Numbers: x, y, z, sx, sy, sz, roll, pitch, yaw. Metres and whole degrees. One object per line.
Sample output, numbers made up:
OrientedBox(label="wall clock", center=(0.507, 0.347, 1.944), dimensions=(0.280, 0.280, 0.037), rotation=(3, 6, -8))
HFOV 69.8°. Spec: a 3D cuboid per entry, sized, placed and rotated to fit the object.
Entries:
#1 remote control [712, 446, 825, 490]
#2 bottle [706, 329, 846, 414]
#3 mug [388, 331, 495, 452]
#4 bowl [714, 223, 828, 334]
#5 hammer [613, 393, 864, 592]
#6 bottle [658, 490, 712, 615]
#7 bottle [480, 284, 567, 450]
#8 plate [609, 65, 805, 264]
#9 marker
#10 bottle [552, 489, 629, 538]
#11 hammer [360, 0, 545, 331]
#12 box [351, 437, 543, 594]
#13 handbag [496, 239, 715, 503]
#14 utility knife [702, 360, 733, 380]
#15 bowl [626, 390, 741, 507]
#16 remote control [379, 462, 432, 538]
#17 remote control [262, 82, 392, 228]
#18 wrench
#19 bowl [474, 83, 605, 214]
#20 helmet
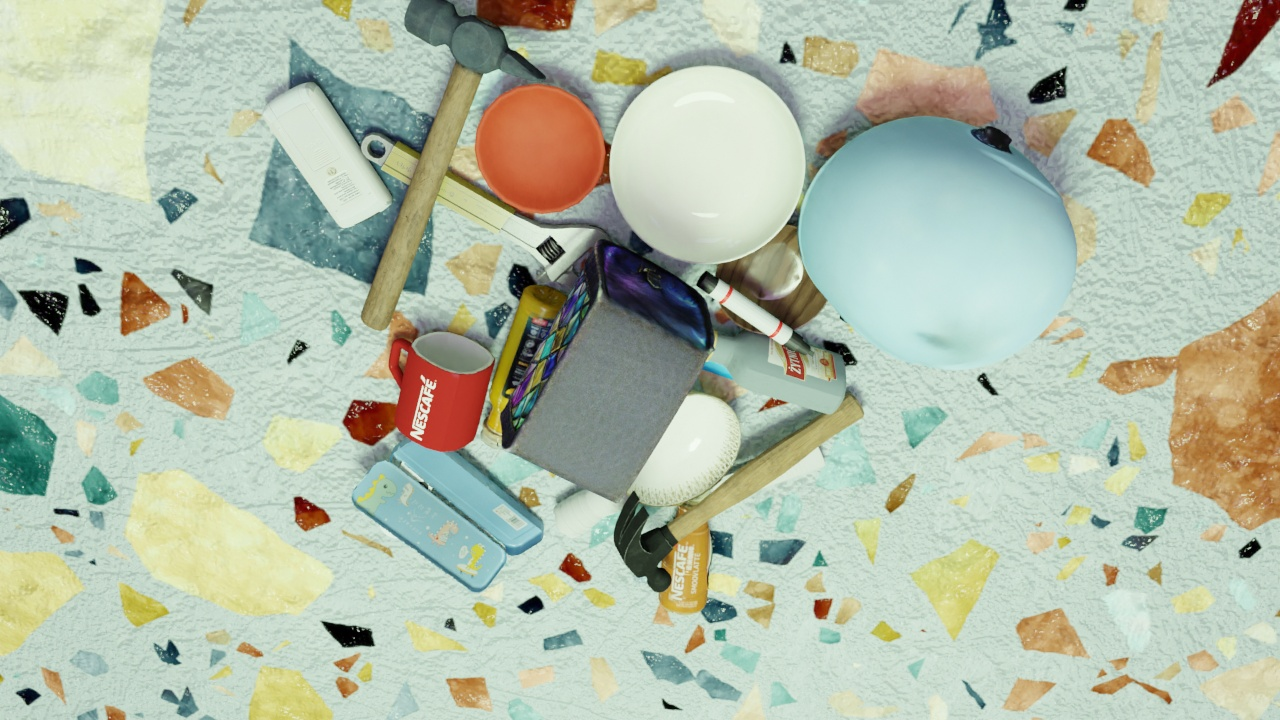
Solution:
OrientedBox(label="remote control", center=(0.145, 0.128, 1.052), dimensions=(0.131, 0.012, 0.033), rotation=(-22, 113, 12))
OrientedBox(label="bottle", center=(0.131, 0.003, 0.954), dimensions=(0.161, 0.072, 0.046), rotation=(17, 133, -8))
OrientedBox(label="mug", center=(-0.220, 0.025, 0.973), dimensions=(0.116, 0.080, 0.097), rotation=(28, 118, 19))
OrientedBox(label="bowl", center=(0.134, -0.086, 0.930), dimensions=(0.119, 0.032, 0.119), rotation=(0, 117, 1))
OrientedBox(label="hammer", center=(0.110, 0.131, 0.997), dimensions=(0.305, 0.040, 0.132), rotation=(-35, 133, -1))
OrientedBox(label="bottle", center=(0.056, 0.214, 1.075), dimensions=(0.059, 0.059, 0.167), rotation=(4, 109, -2))
OrientedBox(label="bottle", center=(-0.126, 0.012, 0.974), dimensions=(0.053, 0.053, 0.186), rotation=(19, 116, -9))
OrientedBox(label="plate", center=(0.063, -0.184, 0.869), dimensions=(0.182, 0.034, 0.182), rotation=(2, 109, 6))
OrientedBox(label="marker", center=(0.119, -0.043, 0.923), dimensions=(0.145, 0.019, 0.019), rotation=(33, 113, -15))
OrientedBox(label="bottle", center=(-0.038, 0.155, 1.052), dimensions=(0.136, 0.044, 0.044), rotation=(-33, 112, 17))
OrientedBox(label="hammer", center=(-0.201, -0.164, 0.862), dimensions=(0.129, 0.040, 0.322), rotation=(30, 115, 3))
OrientedBox(label="box", center=(-0.220, 0.174, 1.060), dimensions=(0.126, 0.039, 0.209), rotation=(-42, 116, 7))
OrientedBox(label="handbag", center=(-0.036, 0.007, 0.876), dimensions=(0.125, 0.222, 0.205), rotation=(28, 103, -13))
OrientedBox(label="utility knife", center=(0.109, 0.013, 0.992), dimensions=(0.198, 0.015, 0.031), rotation=(21, 120, -5))
OrientedBox(label="bowl", center=(0.032, 0.082, 0.991), dimensions=(0.145, 0.063, 0.145), rotation=(-11, 125, -17))
OrientedBox(label="remote control", center=(-0.270, 0.155, 1.074), dimensions=(0.043, 0.013, 0.137), rotation=(22, 116, -10))
OrientedBox(label="remote control", center=(-0.301, -0.195, 0.885), dimensions=(0.060, 0.025, 0.138), rotation=(-24, 117, 13))
OrientedBox(label="wrench", center=(-0.148, -0.150, 0.910), dimensions=(0.273, 0.018, 0.084), rotation=(30, 114, -14))
OrientedBox(label="bowl", center=(-0.094, -0.203, 0.872), dimensions=(0.122, 0.035, 0.122), rotation=(0, 117, 1))
OrientedBox(label="helmet", center=(0.280, -0.099, 0.843), dimensions=(0.265, 0.166, 0.226), rotation=(24, 115, -18))
